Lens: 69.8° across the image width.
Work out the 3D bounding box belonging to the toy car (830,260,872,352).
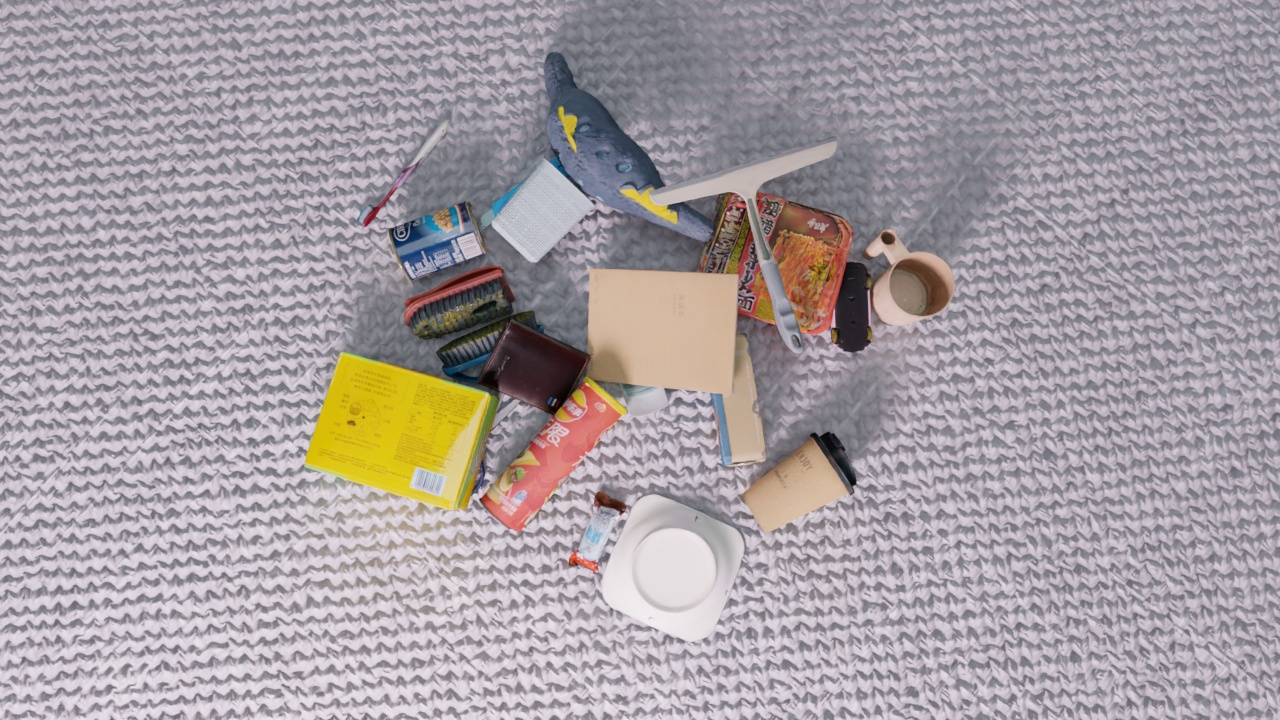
[{"bbox_3d":[0.279,-0.072,1.226,0.056,0.037,0.122,-3,97,2],"label":"toy car"}]

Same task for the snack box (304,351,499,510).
[{"bbox_3d":[-0.305,0.091,1.186,0.210,0.070,0.157,15,83,6],"label":"snack box"}]

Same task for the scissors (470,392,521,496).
[{"bbox_3d":[-0.210,0.108,1.222,0.169,0.012,0.146,-20,84,-1],"label":"scissors"}]

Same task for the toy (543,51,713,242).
[{"bbox_3d":[-0.049,-0.276,1.186,0.137,0.092,0.356,-19,64,-44],"label":"toy"}]

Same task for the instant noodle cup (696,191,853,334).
[{"bbox_3d":[0.174,-0.128,1.209,0.189,0.079,0.164,17,85,3],"label":"instant noodle cup"}]

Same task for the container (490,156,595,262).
[{"bbox_3d":[-0.129,-0.193,1.204,0.090,0.090,0.111,42,94,-8],"label":"container"}]

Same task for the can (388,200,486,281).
[{"bbox_3d":[-0.266,-0.158,1.214,0.111,0.075,0.075,-20,85,-2],"label":"can"}]

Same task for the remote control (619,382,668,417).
[{"bbox_3d":[-0.007,0.007,1.227,0.056,0.019,0.135,-18,85,-2],"label":"remote control"}]

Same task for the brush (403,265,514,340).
[{"bbox_3d":[-0.245,-0.078,1.219,0.146,0.063,0.069,-20,54,0],"label":"brush"}]

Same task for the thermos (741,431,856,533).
[{"bbox_3d":[0.205,0.159,1.182,0.143,0.093,0.093,-33,86,4],"label":"thermos"}]

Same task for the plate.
[{"bbox_3d":[0.043,0.271,1.196,0.164,0.034,0.163,22,85,3],"label":"plate"}]

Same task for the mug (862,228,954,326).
[{"bbox_3d":[0.338,-0.106,1.194,0.084,0.103,0.124,-34,86,-3],"label":"mug"}]

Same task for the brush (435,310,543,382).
[{"bbox_3d":[-0.193,-0.011,1.214,0.144,0.055,0.073,-24,107,-2],"label":"brush"}]

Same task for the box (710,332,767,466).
[{"bbox_3d":[0.120,0.044,1.190,0.059,0.090,0.184,-11,83,0],"label":"box"}]

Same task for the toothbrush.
[{"bbox_3d":[-0.323,-0.258,1.254,0.017,0.016,0.187,38,86,13],"label":"toothbrush"}]

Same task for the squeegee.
[{"bbox_3d":[0.161,-0.127,1.150,0.246,0.039,0.246,-18,92,-6],"label":"squeegee"}]

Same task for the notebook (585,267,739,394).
[{"bbox_3d":[0.024,-0.040,1.172,0.212,0.012,0.149,6,98,28],"label":"notebook"}]

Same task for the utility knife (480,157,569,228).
[{"bbox_3d":[-0.151,-0.232,1.250,0.166,0.018,0.034,-36,86,-2],"label":"utility knife"}]

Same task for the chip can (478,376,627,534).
[{"bbox_3d":[-0.114,0.122,1.191,0.073,0.073,0.216,42,87,4],"label":"chip can"}]

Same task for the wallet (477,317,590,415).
[{"bbox_3d":[-0.138,0.010,1.195,0.122,0.020,0.096,25,100,-23],"label":"wallet"}]

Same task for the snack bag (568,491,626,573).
[{"bbox_3d":[-0.057,0.227,1.203,0.045,0.026,0.105,22,84,11],"label":"snack bag"}]
